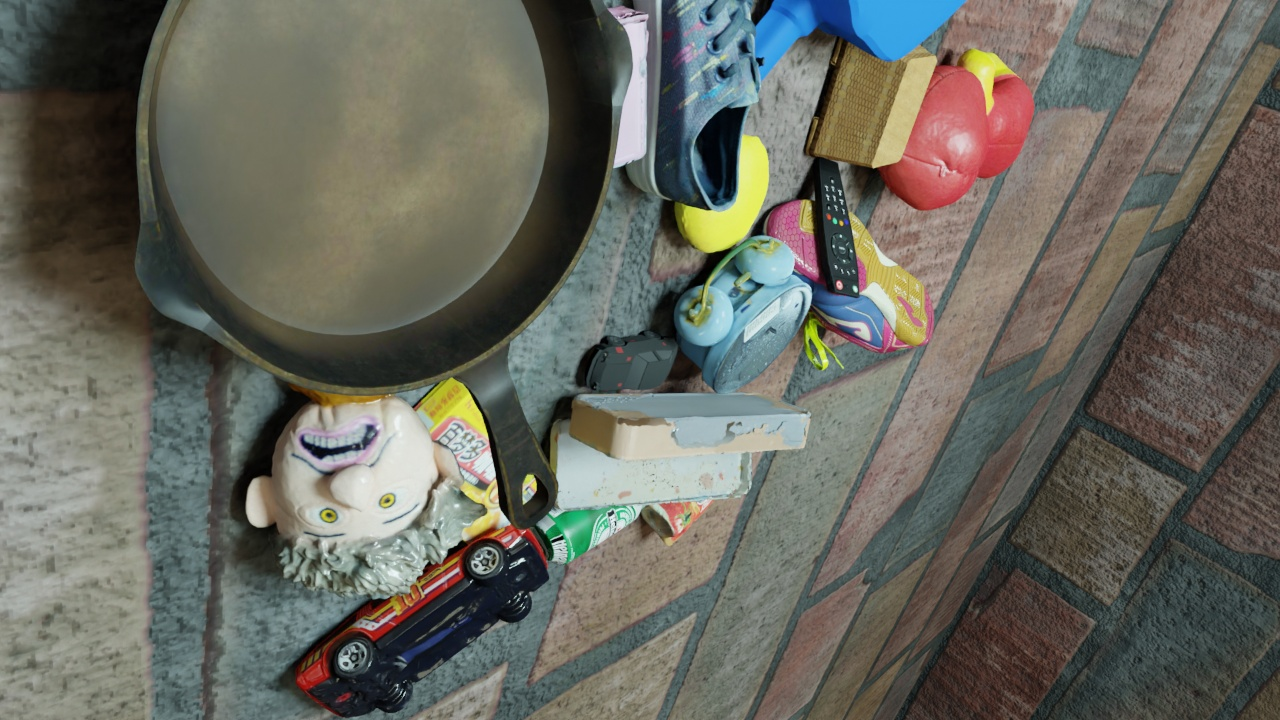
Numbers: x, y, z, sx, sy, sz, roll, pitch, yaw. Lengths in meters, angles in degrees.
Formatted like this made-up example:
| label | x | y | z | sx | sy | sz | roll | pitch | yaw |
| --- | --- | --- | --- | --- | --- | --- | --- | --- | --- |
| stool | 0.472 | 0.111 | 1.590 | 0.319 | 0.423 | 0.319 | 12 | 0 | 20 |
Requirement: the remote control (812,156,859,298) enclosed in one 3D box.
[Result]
| label | x | y | z | sx | sy | sz | roll | pitch | yaw |
| --- | --- | --- | --- | --- | --- | --- | --- | --- | --- |
| remote control | 0.166 | -0.114 | 0.784 | 0.039 | 0.010 | 0.124 | 7 | 71 | -38 |

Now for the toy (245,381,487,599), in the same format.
| label | x | y | z | sx | sy | sz | roll | pitch | yaw |
| --- | --- | --- | --- | --- | --- | --- | --- | --- | --- |
| toy | -0.157 | 0.065 | 0.521 | 0.132 | 0.076 | 0.176 | -10 | 115 | -14 |

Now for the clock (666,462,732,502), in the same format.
| label | x | y | z | sx | sy | sz | roll | pitch | yaw |
| --- | --- | --- | --- | --- | --- | --- | --- | --- | --- |
| clock | 0.061 | 0.089 | 0.857 | 0.123 | 0.042 | 0.087 | 39 | 80 | -39 |

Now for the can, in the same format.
| label | x | y | z | sx | sy | sz | roll | pitch | yaw |
| --- | --- | --- | --- | --- | --- | --- | --- | --- | --- |
| can | -0.045 | 0.128 | 0.769 | 0.100 | 0.053 | 0.053 | -27 | 140 | -36 |

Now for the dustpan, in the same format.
| label | x | y | z | sx | sy | sz | roll | pitch | yaw |
| --- | --- | --- | --- | --- | --- | --- | --- | --- | --- |
| dustpan | 0.141 | -0.251 | 0.616 | 0.258 | 0.059 | 0.245 | -51 | 153 | 8 |

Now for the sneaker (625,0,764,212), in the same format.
| label | x | y | z | sx | sy | sz | roll | pitch | yaw |
| --- | --- | --- | --- | --- | --- | --- | --- | --- | --- |
| sneaker | 0.044 | -0.196 | 0.552 | 0.087 | 0.079 | 0.236 | -30 | 142 | -34 |

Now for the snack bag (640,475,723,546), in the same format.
| label | x | y | z | sx | sy | sz | roll | pitch | yaw |
| --- | --- | --- | --- | --- | --- | --- | --- | --- | --- |
| snack bag | 0.064 | 0.111 | 0.923 | 0.154 | 0.044 | 0.087 | -43 | 136 | -29 |

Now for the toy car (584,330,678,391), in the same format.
| label | x | y | z | sx | sy | sz | roll | pitch | yaw |
| --- | --- | --- | --- | --- | --- | --- | --- | --- | --- |
| toy car | -0.004 | 0.004 | 0.720 | 0.091 | 0.036 | 0.042 | -11 | 128 | -49 |

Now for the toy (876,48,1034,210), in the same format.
| label | x | y | z | sx | sy | sz | roll | pitch | yaw |
| --- | --- | --- | --- | --- | --- | --- | --- | --- | --- |
| toy | 0.294 | -0.213 | 0.862 | 0.215 | 0.099 | 0.148 | -28 | 133 | -44 |

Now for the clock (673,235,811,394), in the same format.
| label | x | y | z | sx | sy | sz | roll | pitch | yaw |
| --- | --- | --- | --- | --- | --- | --- | --- | --- | --- |
| clock | 0.083 | -0.039 | 0.753 | 0.118 | 0.060 | 0.162 | -41 | 155 | -14 |

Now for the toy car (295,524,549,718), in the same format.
| label | x | y | z | sx | sy | sz | roll | pitch | yaw |
| --- | --- | --- | --- | --- | --- | --- | --- | --- | --- |
| toy car | -0.153 | 0.189 | 0.670 | 0.189 | 0.056 | 0.082 | -32 | 145 | -13 |

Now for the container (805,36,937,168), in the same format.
| label | x | y | z | sx | sy | sz | roll | pitch | yaw |
| --- | --- | --- | --- | --- | --- | --- | --- | --- | --- |
| container | 0.189 | -0.212 | 0.748 | 0.063 | 0.061 | 0.114 | -21 | 136 | -42 |

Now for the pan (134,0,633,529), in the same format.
| label | x | y | z | sx | sy | sz | roll | pitch | yaw |
| --- | --- | --- | --- | --- | --- | --- | --- | --- | --- |
| pan | -0.099 | -0.047 | 0.449 | 0.248 | 0.043 | 0.357 | -36 | 135 | -28 |

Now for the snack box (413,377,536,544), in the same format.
| label | x | y | z | sx | sy | sz | roll | pitch | yaw |
| --- | --- | --- | --- | --- | --- | --- | --- | --- | --- |
| snack box | -0.122 | 0.077 | 0.643 | 0.075 | 0.025 | 0.152 | -45 | 148 | -13 |

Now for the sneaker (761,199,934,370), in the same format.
| label | x | y | z | sx | sy | sz | roll | pitch | yaw |
| --- | --- | --- | --- | --- | --- | --- | --- | --- | --- |
| sneaker | 0.176 | -0.064 | 0.853 | 0.241 | 0.091 | 0.116 | 28 | 63 | -38 |

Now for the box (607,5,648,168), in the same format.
| label | x | y | z | sx | sy | sz | roll | pitch | yaw |
| --- | --- | --- | --- | --- | --- | --- | --- | --- | --- |
| box | -0.085 | -0.124 | 0.481 | 0.232 | 0.046 | 0.098 | -26 | 140 | -37 |

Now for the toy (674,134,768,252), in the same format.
| label | x | y | z | sx | sy | sz | roll | pitch | yaw |
| --- | --- | --- | --- | --- | --- | --- | --- | --- | --- |
| toy | 0.062 | -0.124 | 0.683 | 0.095 | 0.041 | 0.094 | 18 | 103 | -58 |

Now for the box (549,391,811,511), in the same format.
| label | x | y | z | sx | sy | sz | roll | pitch | yaw |
| --- | --- | --- | --- | --- | --- | --- | --- | --- | --- |
| box | 0.040 | 0.067 | 0.744 | 0.215 | 0.108 | 0.095 | 2 | 78 | -40 |
